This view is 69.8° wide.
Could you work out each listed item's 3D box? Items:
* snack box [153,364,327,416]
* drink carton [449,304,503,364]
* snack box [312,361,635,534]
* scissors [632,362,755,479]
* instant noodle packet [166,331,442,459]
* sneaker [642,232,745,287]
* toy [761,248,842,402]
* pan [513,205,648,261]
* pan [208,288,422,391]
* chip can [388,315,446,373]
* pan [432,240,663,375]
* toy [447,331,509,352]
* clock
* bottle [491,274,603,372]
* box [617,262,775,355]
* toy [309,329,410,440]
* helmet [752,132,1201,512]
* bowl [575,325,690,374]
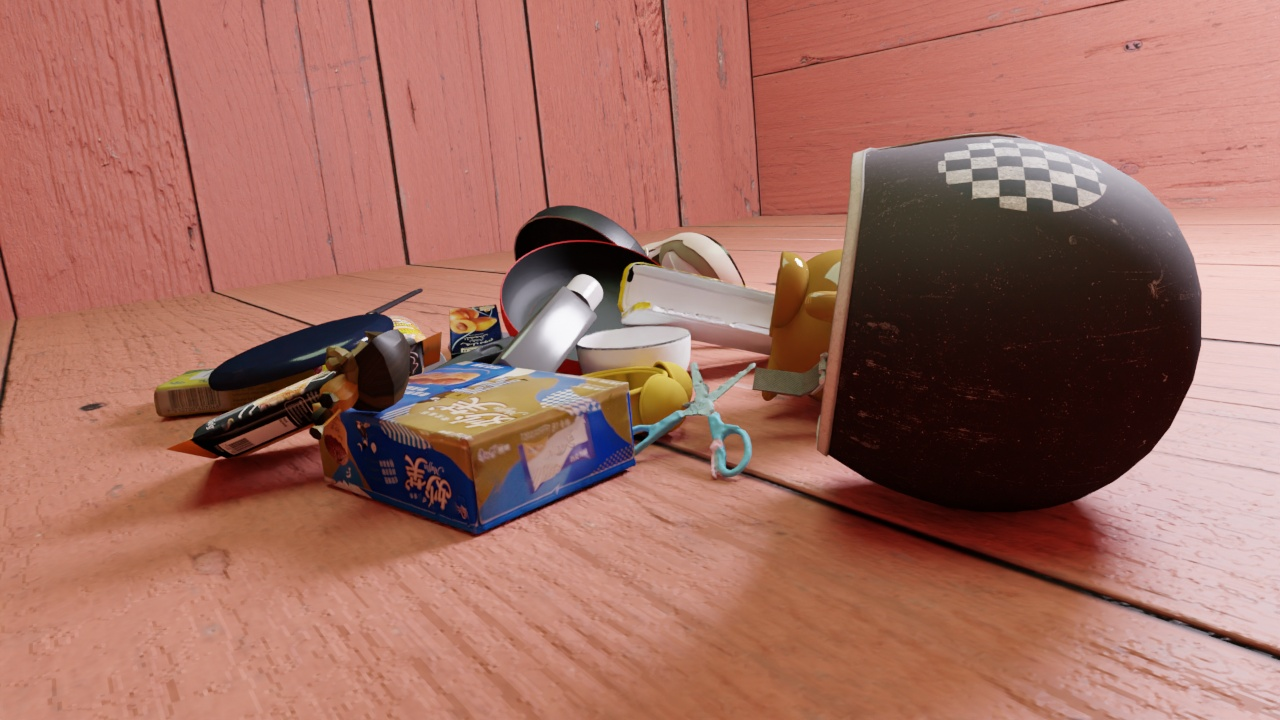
[{"bbox_3d":[-0.457,0.025,1.070,0.181,0.045,0.121,-6,11,-6],"label":"snack box"},{"bbox_3d":[-0.198,-0.022,1.110,0.064,0.040,0.130,-8,28,-9],"label":"drink carton"},{"bbox_3d":[-0.130,0.057,0.704,0.203,0.069,0.154,6,18,44],"label":"snack box"},{"bbox_3d":[0.036,0.051,0.706,0.136,0.015,0.135,-24,32,10],"label":"scissors"},{"bbox_3d":[-0.274,0.033,0.787,0.220,0.032,0.160,-25,-2,-15],"label":"instant noodle packet"},{"bbox_3d":[0.028,-0.105,1.295,0.116,0.112,0.294,-38,21,-20],"label":"sneaker"},{"bbox_3d":[0.216,-0.032,0.793,0.203,0.162,0.198,8,-5,7],"label":"toy"},{"bbox_3d":[-0.003,-0.092,1.177,0.356,0.204,0.044,19,53,20],"label":"pan"},{"bbox_3d":[-0.344,-0.040,1.064,0.199,0.021,0.355,-10,16,20],"label":"pan"},{"bbox_3d":[-0.269,-0.001,1.036,0.075,0.075,0.215,-9,12,-18],"label":"chip can"},{"bbox_3d":[-0.104,-0.028,0.998,0.209,0.067,0.355,38,50,25],"label":"pan"},{"bbox_3d":[-0.203,-0.024,1.212,0.100,0.036,0.080,1,15,35],"label":"toy"},{"bbox_3d":[-0.015,0.037,0.802,0.152,0.052,0.113,-8,11,9],"label":"clock"},{"bbox_3d":[-0.089,-0.021,0.877,0.084,0.046,0.173,-40,11,47],"label":"bottle"},{"bbox_3d":[0.082,-0.060,0.994,0.209,0.080,0.080,12,-20,-19],"label":"box"},{"bbox_3d":[-0.200,0.017,0.638,0.062,0.076,0.099,36,41,-3],"label":"toy"},{"bbox_3d":[0.194,-0.018,0.566,0.254,0.234,0.233,7,29,11],"label":"helmet"},{"bbox_3d":[-0.005,0.005,0.910,0.113,0.063,0.113,-5,11,1],"label":"bowl"}]
